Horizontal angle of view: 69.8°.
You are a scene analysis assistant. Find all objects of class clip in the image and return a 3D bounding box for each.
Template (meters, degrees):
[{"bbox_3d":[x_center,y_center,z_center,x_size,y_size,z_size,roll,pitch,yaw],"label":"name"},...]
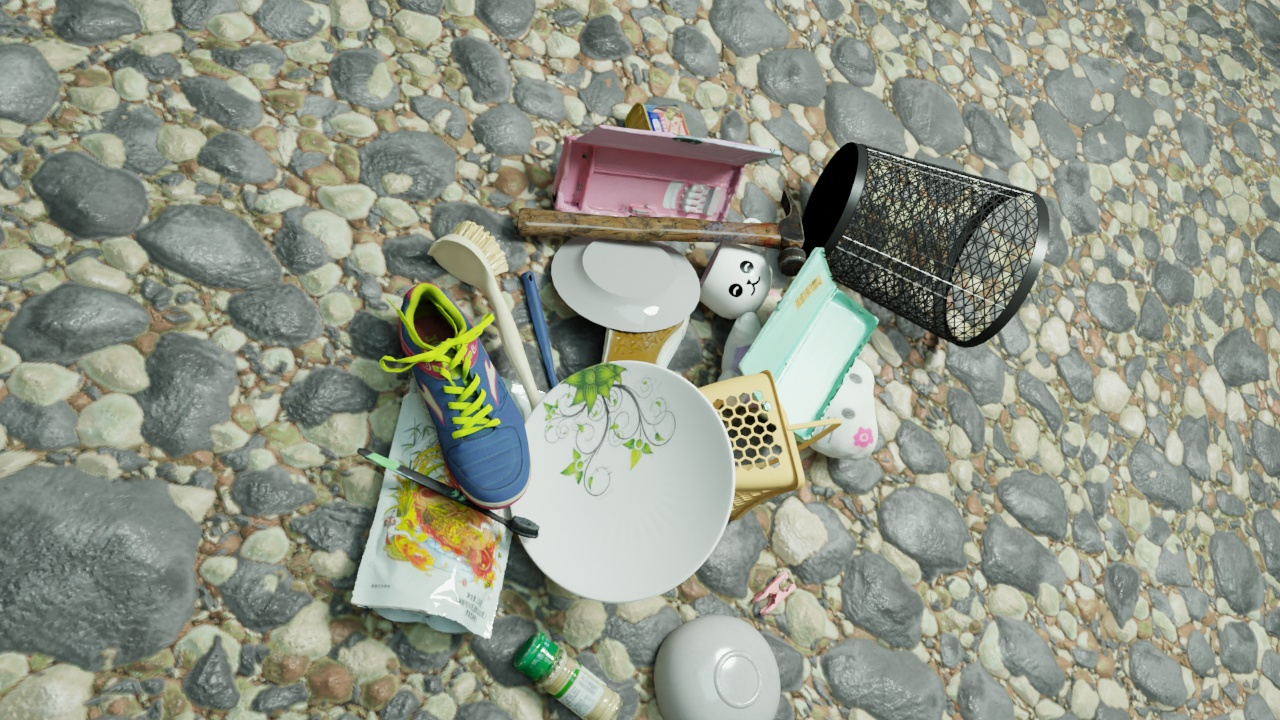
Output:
[{"bbox_3d":[0.153,0.263,1.012,0.041,0.023,0.059,47,56,3],"label":"clip"}]

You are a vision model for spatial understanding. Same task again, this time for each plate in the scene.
[{"bbox_3d":[-0.015,-0.101,1.046,0.172,0.019,0.172,7,47,-8],"label":"plate"},{"bbox_3d":[-0.018,0.115,0.883,0.230,0.030,0.229,-5,77,19],"label":"plate"}]

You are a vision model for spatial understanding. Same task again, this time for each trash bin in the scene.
[{"bbox_3d":[0.347,-0.159,1.179,0.243,0.217,0.216,19,62,-10],"label":"trash bin"}]

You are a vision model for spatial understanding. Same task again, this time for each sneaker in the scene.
[{"bbox_3d":[-0.176,0.029,0.876,0.116,0.091,0.241,-19,62,-23],"label":"sneaker"},{"bbox_3d":[-0.006,0.006,1.018,0.087,0.079,0.234,16,44,3],"label":"sneaker"}]

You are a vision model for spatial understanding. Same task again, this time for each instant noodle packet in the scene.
[{"bbox_3d":[-0.180,0.123,0.897,0.146,0.057,0.268,20,57,-19],"label":"instant noodle packet"}]

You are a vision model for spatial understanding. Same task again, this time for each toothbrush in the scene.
[{"bbox_3d":[-0.179,0.123,0.863,0.188,0.017,0.014,27,39,-9],"label":"toothbrush"},{"bbox_3d":[-0.102,-0.012,1.008,0.016,0.017,0.190,-7,73,-28],"label":"toothbrush"}]

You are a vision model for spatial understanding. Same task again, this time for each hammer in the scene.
[{"bbox_3d":[0.024,-0.158,1.061,0.330,0.033,0.119,2,52,-5],"label":"hammer"}]

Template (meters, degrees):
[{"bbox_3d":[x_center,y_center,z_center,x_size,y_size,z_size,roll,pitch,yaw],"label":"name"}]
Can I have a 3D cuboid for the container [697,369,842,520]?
[{"bbox_3d":[0.105,0.092,0.967,0.166,0.184,0.129,-6,71,-19],"label":"container"}]

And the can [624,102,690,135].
[{"bbox_3d":[0.026,-0.274,1.157,0.059,0.054,0.099,-7,73,-30],"label":"can"}]

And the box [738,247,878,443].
[{"bbox_3d":[0.185,-0.018,1.030,0.138,0.056,0.186,45,63,-18],"label":"box"}]

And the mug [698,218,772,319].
[{"bbox_3d":[0.123,-0.109,1.102,0.076,0.090,0.124,26,88,-4],"label":"mug"}]

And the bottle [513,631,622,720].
[{"bbox_3d":[-0.068,0.307,0.878,0.110,0.043,0.042,40,58,-7],"label":"bottle"}]

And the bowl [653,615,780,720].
[{"bbox_3d":[0.085,0.324,0.929,0.131,0.065,0.131,9,66,-22],"label":"bowl"}]

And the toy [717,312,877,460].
[{"bbox_3d":[0.186,0.039,1.084,0.209,0.086,0.137,23,64,-14],"label":"toy"}]

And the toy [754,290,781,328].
[{"bbox_3d":[0.175,-0.043,1.137,0.087,0.050,0.112,32,54,-10],"label":"toy"}]

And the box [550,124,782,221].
[{"bbox_3d":[0.025,-0.229,1.074,0.232,0.173,0.075,2,63,-26],"label":"box"}]

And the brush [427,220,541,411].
[{"bbox_3d":[-0.142,-0.026,0.967,0.077,0.062,0.272,-22,78,-22],"label":"brush"}]
